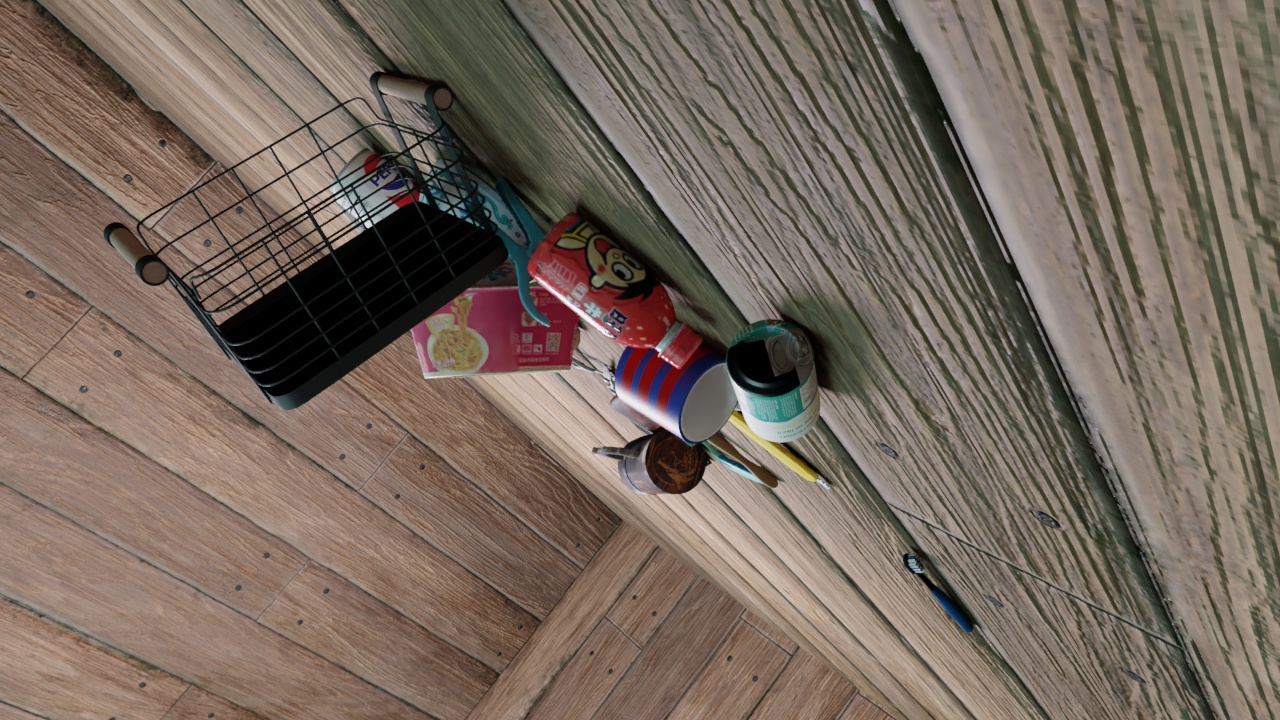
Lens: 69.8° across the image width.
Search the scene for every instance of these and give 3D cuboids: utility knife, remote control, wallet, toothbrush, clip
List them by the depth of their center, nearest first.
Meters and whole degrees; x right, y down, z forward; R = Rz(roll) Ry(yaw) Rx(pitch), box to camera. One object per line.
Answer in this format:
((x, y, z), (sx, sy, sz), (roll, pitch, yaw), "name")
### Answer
((-0.101, -0.074, 0.759), (0.130, 0.121, 0.031), (29, 179, -9), "clip")
((0.113, 0.073, 0.858), (0.165, 0.017, 0.030), (40, 174, -2), "utility knife")
((0.293, 0.229, 0.895), (0.014, 0.014, 0.167), (-15, 136, 34), "toothbrush")
((0.083, 0.087, 1.010), (0.167, 0.016, 0.016), (38, 168, 3), "toothbrush")
((0.097, 0.114, 1.066), (0.135, 0.017, 0.022), (29, 165, 42), "toothbrush")
((0.001, 0.060, 1.138), (0.072, 0.019, 0.123), (29, 169, -2), "wallet")
((0.039, 0.105, 1.217), (0.136, 0.015, 0.032), (29, 165, 42), "remote control")

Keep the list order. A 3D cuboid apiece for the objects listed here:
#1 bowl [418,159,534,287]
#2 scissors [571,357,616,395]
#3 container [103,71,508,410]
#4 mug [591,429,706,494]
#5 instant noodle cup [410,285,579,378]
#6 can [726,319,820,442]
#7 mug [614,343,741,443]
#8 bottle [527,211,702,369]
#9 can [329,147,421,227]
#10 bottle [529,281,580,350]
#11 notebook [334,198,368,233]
((-0.160, -0.110, 0.861), (0.144, 0.074, 0.144), (37, 169, 9), "bowl")
((-0.035, 0.027, 1.154), (0.142, 0.014, 0.162), (23, 167, 37), "scissors")
((-0.238, -0.096, 0.683), (0.163, 0.240, 0.130), (28, 149, 45), "container")
((0.008, 0.124, 1.148), (0.115, 0.080, 0.107), (19, 165, -17), "mug")
((-0.135, -0.023, 0.863), (0.178, 0.077, 0.178), (-4, 179, 0), "instant noodle cup")
((0.091, 0.017, 0.612), (0.055, 0.055, 0.102), (34, 168, 26), "can")
((0.042, 0.021, 0.771), (0.076, 0.075, 0.111), (30, -167, 37), "mug")
((-0.015, -0.047, 0.687), (0.137, 0.062, 0.062), (38, 169, 1), "bottle")
((-0.264, -0.163, 0.997), (0.132, 0.070, 0.070), (41, 169, -10), "can")
((-0.097, -0.045, 1.004), (0.043, 0.043, 0.111), (34, 168, 25), "bottle")
((-0.282, -0.112, 1.172), (0.181, 0.009, 0.253), (50, -177, 7), "notebook")
